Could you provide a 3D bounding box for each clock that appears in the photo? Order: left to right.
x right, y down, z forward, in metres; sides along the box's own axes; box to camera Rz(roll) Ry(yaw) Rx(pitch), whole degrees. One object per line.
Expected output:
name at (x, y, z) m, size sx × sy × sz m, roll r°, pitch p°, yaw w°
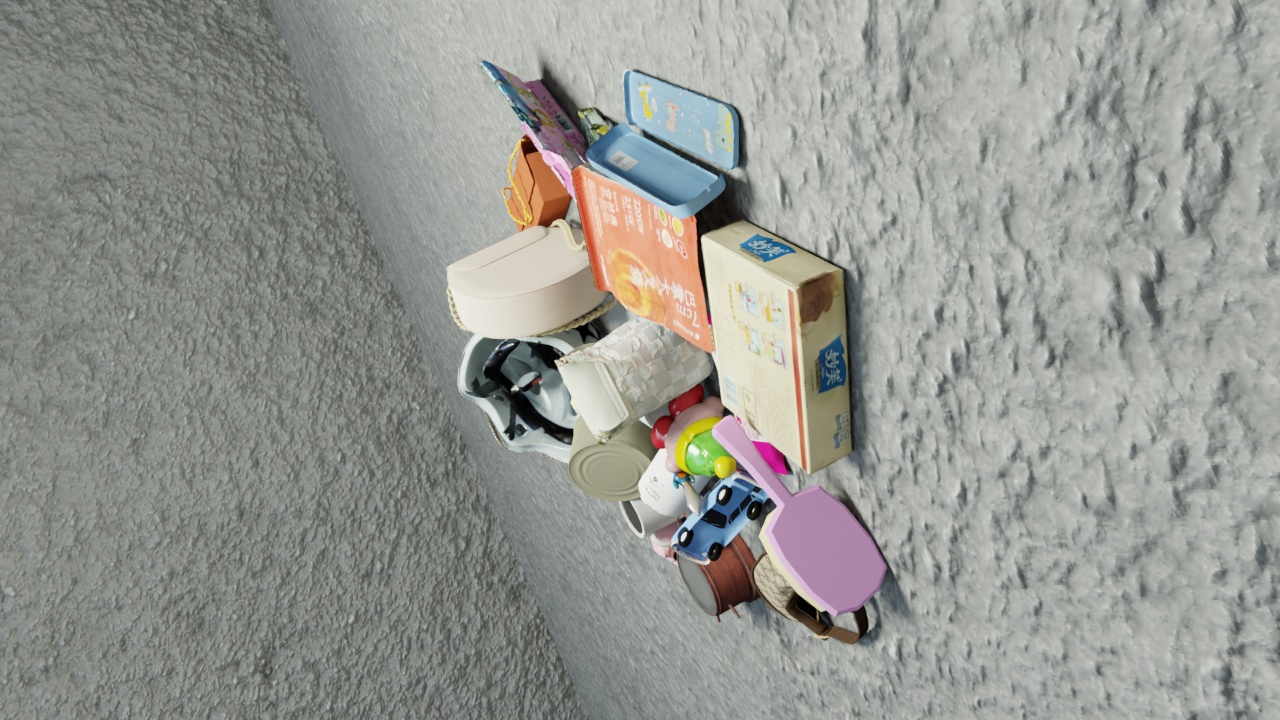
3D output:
clock at (0.098, 0.278, 1.267) m, size 0.157 × 0.072 × 0.121 m, roll 61°, pitch 159°, yaw 11°

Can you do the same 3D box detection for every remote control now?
remote control at (-0.024, -0.060, 1.268) m, size 0.151 × 0.019 × 0.074 m, roll 14°, pitch 126°, yaw 66°

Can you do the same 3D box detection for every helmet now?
helmet at (-0.125, 0.022, 1.382) m, size 0.264 × 0.163 × 0.237 m, roll 42°, pitch 132°, yaw -9°

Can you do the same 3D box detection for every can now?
can at (-0.035, 0.130, 1.287) m, size 0.073 × 0.128 × 0.128 m, roll -81°, pitch -10°, yaw -47°

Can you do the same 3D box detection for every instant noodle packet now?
instant noodle packet at (0.013, -0.117, 0.992) m, size 0.221 × 0.084 × 0.164 m, roll -134°, pitch 28°, yaw -54°

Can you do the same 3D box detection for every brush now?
brush at (0.151, 0.154, 0.935) m, size 0.228 × 0.089 × 0.043 m, roll 50°, pitch 163°, yaw 6°

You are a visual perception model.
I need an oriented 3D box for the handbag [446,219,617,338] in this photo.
handbag at (-0.149, -0.115, 1.237) m, size 0.209 × 0.210 × 0.103 m, roll 25°, pitch 136°, yaw 47°

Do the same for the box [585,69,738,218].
box at (0.024, -0.219, 0.925) m, size 0.209 × 0.049 × 0.120 m, roll 41°, pitch 107°, yaw 49°

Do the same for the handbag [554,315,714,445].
handbag at (-0.006, 0.006, 1.089) m, size 0.112 × 0.171 × 0.123 m, roll 63°, pitch 168°, yaw -13°

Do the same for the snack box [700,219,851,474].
snack box at (0.131, -0.015, 0.883) m, size 0.153 × 0.055 × 0.208 m, roll 41°, pitch 148°, yaw 51°

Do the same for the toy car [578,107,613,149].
toy car at (-0.048, -0.265, 1.082) m, size 0.105 × 0.033 × 0.048 m, roll -119°, pitch 14°, yaw -53°

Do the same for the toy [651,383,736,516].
toy at (0.068, 0.105, 1.091) m, size 0.131 × 0.124 × 0.096 m, roll 42°, pitch -172°, yaw 27°

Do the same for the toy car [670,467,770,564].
toy car at (0.097, 0.188, 1.117) m, size 0.154 × 0.056 × 0.054 m, roll -53°, pitch 17°, yaw 31°

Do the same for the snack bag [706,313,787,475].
snack bag at (0.115, 0.038, 1.038) m, size 0.070 × 0.016 × 0.196 m, roll 0°, pitch 113°, yaw 66°

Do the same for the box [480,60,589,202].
box at (-0.104, -0.281, 1.158) m, size 0.230 × 0.066 × 0.159 m, roll 55°, pitch -179°, yaw 27°

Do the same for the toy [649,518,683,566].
toy at (0.049, 0.273, 1.386) m, size 0.050 × 0.093 × 0.102 m, roll -43°, pitch 71°, yaw 26°

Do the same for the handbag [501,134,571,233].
handbag at (-0.162, -0.243, 1.356) m, size 0.109 × 0.060 × 0.172 m, roll 66°, pitch 160°, yaw 12°

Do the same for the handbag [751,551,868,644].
handbag at (0.195, 0.265, 1.040) m, size 0.138 × 0.063 × 0.167 m, roll 48°, pitch 154°, yaw 18°

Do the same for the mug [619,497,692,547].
mug at (0.031, 0.219, 1.341) m, size 0.105 × 0.089 × 0.074 m, roll 59°, pitch 159°, yaw 17°

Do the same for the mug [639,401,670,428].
mug at (0.012, 0.038, 1.199) m, size 0.106 × 0.082 × 0.083 m, roll 32°, pitch 141°, yaw 56°

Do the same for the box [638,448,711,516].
box at (0.068, 0.156, 1.225) m, size 0.083 × 0.143 × 0.137 m, roll 51°, pitch 125°, yaw 27°
